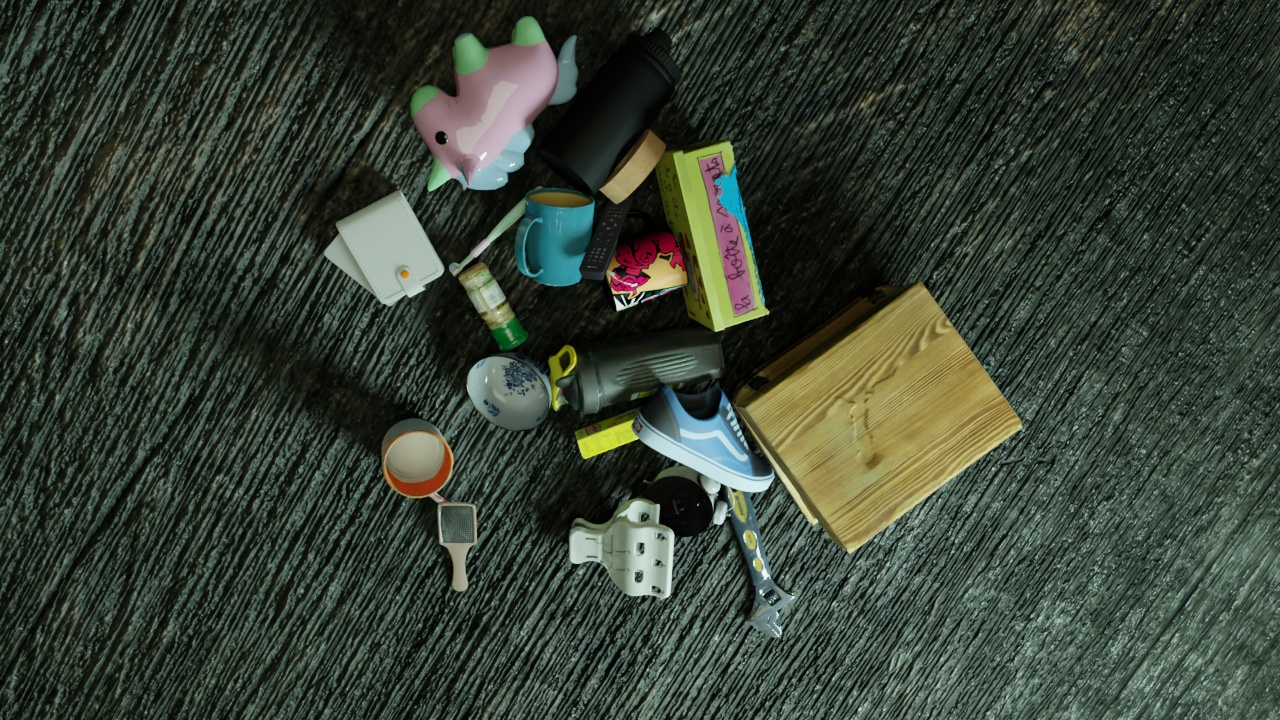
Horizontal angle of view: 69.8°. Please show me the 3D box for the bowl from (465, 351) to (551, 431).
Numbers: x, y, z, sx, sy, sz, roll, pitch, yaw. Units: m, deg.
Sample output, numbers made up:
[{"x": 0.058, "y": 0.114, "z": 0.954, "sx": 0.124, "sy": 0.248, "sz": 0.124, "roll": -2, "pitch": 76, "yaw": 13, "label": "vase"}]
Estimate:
[{"x": -0.159, "y": 0.031, "z": 1.161, "sx": 0.114, "sy": 0.045, "sz": 0.114, "roll": 10, "pitch": 124, "yaw": 15, "label": "bowl"}]

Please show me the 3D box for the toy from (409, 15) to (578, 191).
[{"x": -0.161, "y": -0.293, "z": 1.064, "sx": 0.222, "sy": 0.120, "sz": 0.171, "roll": -20, "pitch": 102, "yaw": -11, "label": "toy"}]

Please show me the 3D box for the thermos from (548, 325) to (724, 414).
[{"x": -0.007, "y": 0.007, "z": 1.173, "sx": 0.220, "sy": 0.098, "sz": 0.098, "roll": -11, "pitch": 105, "yaw": -12, "label": "thermos"}]

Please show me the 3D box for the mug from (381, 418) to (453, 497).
[{"x": -0.278, "y": 0.118, "z": 1.134, "sx": 0.082, "sy": 0.105, "sz": 0.082, "roll": -2, "pitch": 96, "yaw": -17, "label": "mug"}]

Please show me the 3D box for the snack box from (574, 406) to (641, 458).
[{"x": -0.013, "y": 0.086, "z": 1.216, "sx": 0.148, "sy": 0.040, "sz": 0.029, "roll": -20, "pitch": 106, "yaw": -5, "label": "snack box"}]

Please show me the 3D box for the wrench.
[{"x": 0.161, "y": 0.277, "z": 1.305, "sx": 0.073, "sy": 0.022, "sz": 0.273, "roll": -18, "pitch": 107, "yaw": 1, "label": "wrench"}]

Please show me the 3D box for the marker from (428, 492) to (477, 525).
[{"x": -0.271, "y": 0.177, "z": 1.205, "sx": 0.142, "sy": 0.013, "sz": 0.013, "roll": 42, "pitch": 93, "yaw": -17, "label": "marker"}]

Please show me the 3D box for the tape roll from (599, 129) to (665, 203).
[{"x": -0.011, "y": -0.234, "z": 1.109, "sx": 0.027, "sy": 0.094, "sz": 0.094, "roll": 39, "pitch": 94, "yaw": -17, "label": "tape roll"}]

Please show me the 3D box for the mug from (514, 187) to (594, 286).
[{"x": -0.110, "y": -0.144, "z": 1.108, "sx": 0.084, "sy": 0.111, "sz": 0.104, "roll": 21, "pitch": 120, "yaw": 29, "label": "mug"}]

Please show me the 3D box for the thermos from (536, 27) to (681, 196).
[{"x": -0.028, "y": -0.299, "z": 1.086, "sx": 0.086, "sy": 0.086, "sz": 0.198, "roll": 39, "pitch": 86, "yaw": -17, "label": "thermos"}]

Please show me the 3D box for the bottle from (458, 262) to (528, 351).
[{"x": -0.185, "y": -0.067, "z": 1.146, "sx": 0.043, "sy": 0.043, "sz": 0.111, "roll": -30, "pitch": 106, "yaw": -2, "label": "bottle"}]

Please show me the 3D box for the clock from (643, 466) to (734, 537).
[{"x": 0.066, "y": 0.187, "z": 1.233, "sx": 0.123, "sy": 0.035, "sz": 0.094, "roll": -10, "pitch": 110, "yaw": 22, "label": "clock"}]

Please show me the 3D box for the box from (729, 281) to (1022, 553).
[{"x": 0.291, "y": 0.062, "z": 1.220, "sx": 0.279, "sy": 0.192, "sz": 0.251, "roll": -35, "pitch": 93, "yaw": 0, "label": "box"}]

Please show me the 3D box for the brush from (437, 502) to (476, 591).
[{"x": -0.242, "y": 0.251, "z": 1.218, "sx": 0.050, "sy": 0.015, "sz": 0.136, "roll": 0, "pitch": 111, "yaw": -4, "label": "brush"}]

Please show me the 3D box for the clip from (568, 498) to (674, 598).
[{"x": -0.020, "y": 0.245, "z": 1.243, "sx": 0.152, "sy": 0.101, "sz": 0.126, "roll": 15, "pitch": 120, "yaw": 22, "label": "clip"}]

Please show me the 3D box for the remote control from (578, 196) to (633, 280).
[{"x": -0.040, "y": -0.151, "z": 1.117, "sx": 0.032, "sy": 0.136, "sz": 0.015, "roll": 7, "pitch": 142, "yaw": 16, "label": "remote control"}]

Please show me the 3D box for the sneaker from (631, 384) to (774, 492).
[{"x": 0.106, "y": 0.096, "z": 1.189, "sx": 0.241, "sy": 0.083, "sz": 0.098, "roll": 27, "pitch": 107, "yaw": -34, "label": "sneaker"}]

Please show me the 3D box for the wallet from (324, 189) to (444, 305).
[{"x": -0.313, "y": -0.127, "z": 1.109, "sx": 0.115, "sy": 0.037, "sz": 0.118, "roll": -28, "pitch": 104, "yaw": -3, "label": "wallet"}]

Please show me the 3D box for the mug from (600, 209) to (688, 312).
[{"x": -0.007, "y": -0.132, "z": 1.149, "sx": 0.098, "sy": 0.082, "sz": 0.118, "roll": -20, "pitch": 79, "yaw": -5, "label": "mug"}]

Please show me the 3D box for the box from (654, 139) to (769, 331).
[{"x": 0.083, "y": -0.158, "z": 1.132, "sx": 0.079, "sy": 0.124, "sz": 0.221, "roll": -19, "pitch": 108, "yaw": -8, "label": "box"}]

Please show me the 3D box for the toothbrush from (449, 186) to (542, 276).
[{"x": -0.178, "y": -0.161, "z": 1.136, "sx": 0.155, "sy": 0.022, "sz": 0.015, "roll": -43, "pitch": 133, "yaw": 0, "label": "toothbrush"}]
